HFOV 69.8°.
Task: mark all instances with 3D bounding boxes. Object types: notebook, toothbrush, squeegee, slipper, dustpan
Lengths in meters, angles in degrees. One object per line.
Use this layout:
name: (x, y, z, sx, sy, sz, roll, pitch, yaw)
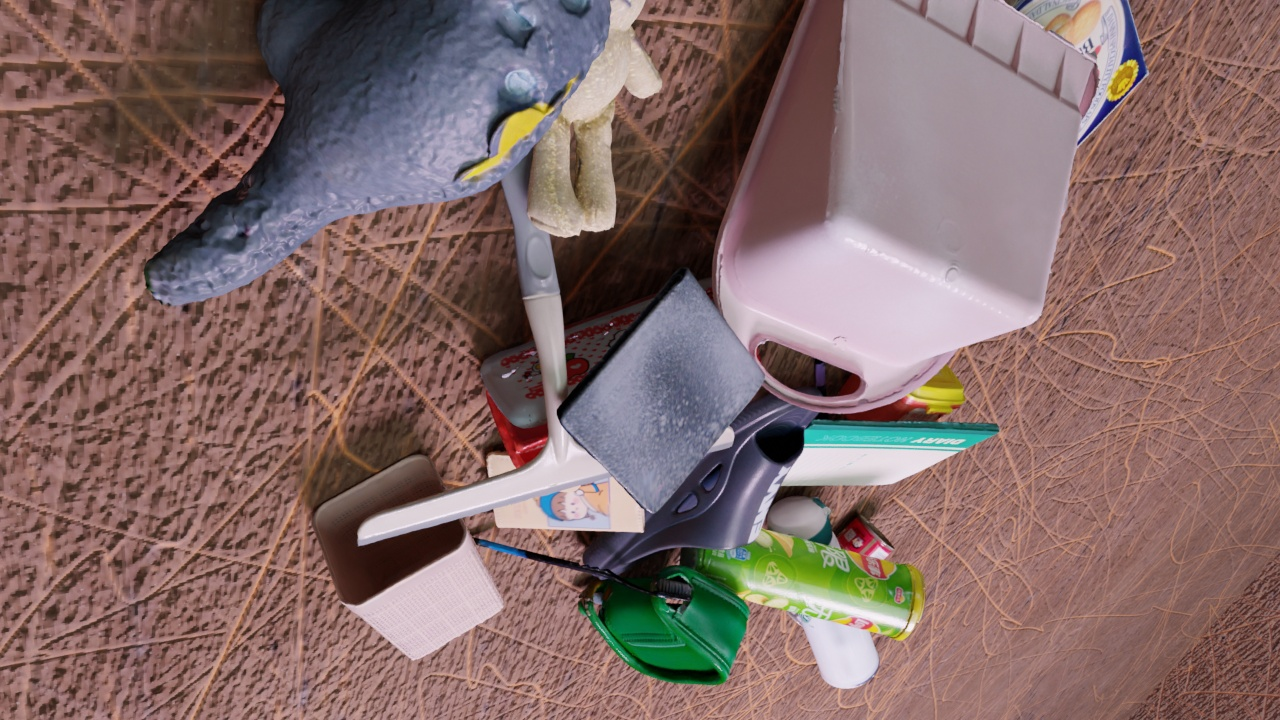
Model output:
notebook: (0.197, 0.085, 0.833, 0.208, 0.012, 0.151, 3, 153, -27)
toothbrush: (-0.047, 0.164, 0.733, 0.189, 0.014, 0.016, 17, 76, -7)
squeegee: (-0.057, -0.030, 0.525, 0.246, 0.039, 0.247, -12, 107, -20)
slipper: (0.060, 0.118, 0.737, 0.110, 0.083, 0.269, -7, 148, -52)
toothbrush: (0.172, 0.060, 0.864, 0.014, 0.016, 0.189, -24, 135, -11)
dustpan: (0.158, -0.109, 0.604, 0.222, 0.139, 0.273, 22, 70, -21)

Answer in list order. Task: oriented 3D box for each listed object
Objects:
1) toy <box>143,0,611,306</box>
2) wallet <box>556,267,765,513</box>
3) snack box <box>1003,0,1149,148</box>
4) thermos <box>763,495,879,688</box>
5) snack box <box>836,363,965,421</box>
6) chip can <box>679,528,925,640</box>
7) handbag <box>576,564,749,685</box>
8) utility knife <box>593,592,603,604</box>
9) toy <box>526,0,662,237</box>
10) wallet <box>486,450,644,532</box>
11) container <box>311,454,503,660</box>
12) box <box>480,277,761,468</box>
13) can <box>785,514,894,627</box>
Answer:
toy: (-0.091, -0.152, 0.405, 0.138, 0.091, 0.357, 34, 99, -9)
wallet: (0.015, 0.019, 0.552, 0.120, 0.019, 0.097, -50, 121, -16)
snack box: (0.280, -0.205, 0.683, 0.178, 0.045, 0.182, -47, 138, 10)
thermos: (0.185, 0.239, 0.947, 0.073, 0.073, 0.224, -29, 117, -11)
snack box: (0.235, 0.032, 0.837, 0.091, 0.082, 0.080, 5, 132, -38)
chip can: (0.146, 0.199, 0.851, 0.221, 0.072, 0.073, 15, 122, -5)
handbag: (0.021, 0.232, 0.816, 0.120, 0.132, 0.067, 40, 55, -22)
utility knife: (0.022, 0.223, 0.903, 0.161, 0.013, 0.029, 1, 122, -33)
toy: (-0.029, -0.143, 0.480, 0.105, 0.066, 0.157, 0, 105, -28)
wallet: (-0.055, 0.096, 0.689, 0.115, 0.024, 0.087, 2, 131, 4)
container: (-0.158, 0.144, 0.647, 0.089, 0.090, 0.111, -29, 141, -12)
box: (-0.004, 0.001, 0.624, 0.201, 0.094, 0.092, -21, 174, -19)
can: (0.216, 0.236, 1.022, 0.133, 0.053, 0.053, -47, 138, 9)
